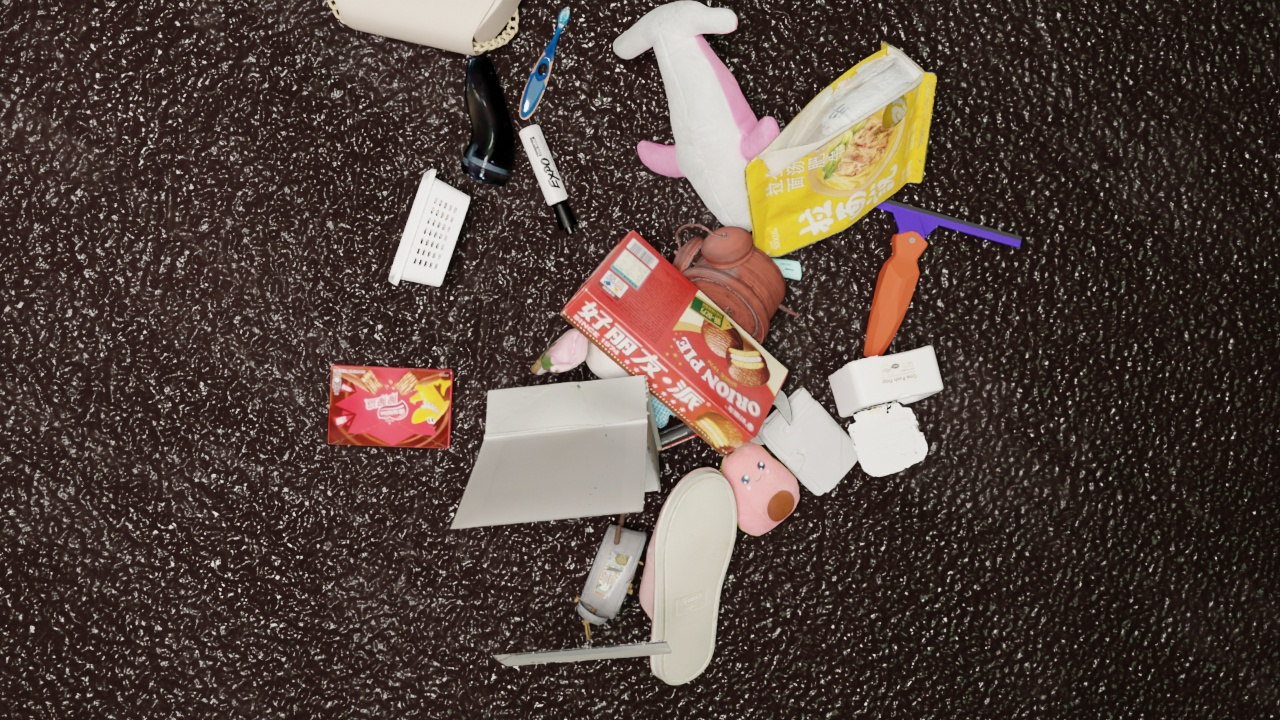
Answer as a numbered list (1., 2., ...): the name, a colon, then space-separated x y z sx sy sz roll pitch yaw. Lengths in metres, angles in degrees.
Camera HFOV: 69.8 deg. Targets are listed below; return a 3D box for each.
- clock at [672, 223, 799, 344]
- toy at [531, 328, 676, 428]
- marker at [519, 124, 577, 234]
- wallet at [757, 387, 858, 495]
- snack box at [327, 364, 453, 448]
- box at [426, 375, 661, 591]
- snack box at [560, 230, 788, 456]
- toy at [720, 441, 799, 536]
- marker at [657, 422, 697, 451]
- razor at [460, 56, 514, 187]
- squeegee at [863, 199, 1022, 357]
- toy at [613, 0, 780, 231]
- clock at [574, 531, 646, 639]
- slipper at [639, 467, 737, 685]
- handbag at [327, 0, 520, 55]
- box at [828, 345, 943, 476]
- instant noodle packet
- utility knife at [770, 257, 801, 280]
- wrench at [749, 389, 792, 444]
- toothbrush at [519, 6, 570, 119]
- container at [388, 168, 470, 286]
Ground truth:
1. clock: 0.093 -0.086 1.020 0.157 0.121 0.072 48 61 -19
2. toy: -0.006 0.006 1.015 0.205 0.131 0.105 23 85 -9
3. marker: -0.102 -0.202 1.035 0.025 0.025 0.126 -23 97 -6
4. wallet: 0.204 0.098 1.097 0.116 0.032 0.086 42 85 -9
5. snack box: -0.280 0.052 1.031 0.133 0.021 0.089 2 93 -8
6. box: -0.071 0.098 0.876 0.167 0.368 0.150 -7 95 5
7. snack box: 0.040 -0.018 0.975 0.236 0.060 0.112 41 49 -8
8. toy: 0.135 0.147 1.081 0.090 0.051 0.110 -37 97 -5
9. marker: 0.050 0.086 1.080 0.145 0.021 0.023 -22 127 -6
10. razor: -0.175 -0.261 1.012 0.064 0.053 0.140 -8 89 25
11. squeegee: 0.301 -0.090 1.083 0.249 0.055 0.185 16 100 3
12. toy: 0.084 -0.271 1.012 0.127 0.187 0.266 -53 128 -38
13. clock: -0.034 0.250 1.043 0.056 0.104 0.148 23 97 1
14. slipper: 0.051 0.249 1.065 0.114 0.054 0.275 -4 109 -31
15. handbag: -0.222 -0.441 0.971 0.210 0.103 0.208 13 94 0
16. box: 0.290 0.067 1.071 0.108 0.124 0.136 -9 78 -7
17. instant noodle packet: 0.206 -0.210 0.992 0.221 0.163 0.084 -36 59 -11
18. utility knife: 0.127 -0.114 1.080 0.129 0.015 0.022 8 96 -5
19. wrench: 0.058 0.000 1.060 0.273 0.018 0.083 40 95 -2
20. toothbrush: -0.106 -0.334 1.029 0.021 0.017 0.135 22 91 -7
21. container: -0.228 -0.138 0.998 0.049 0.081 0.129 19 91 -20
